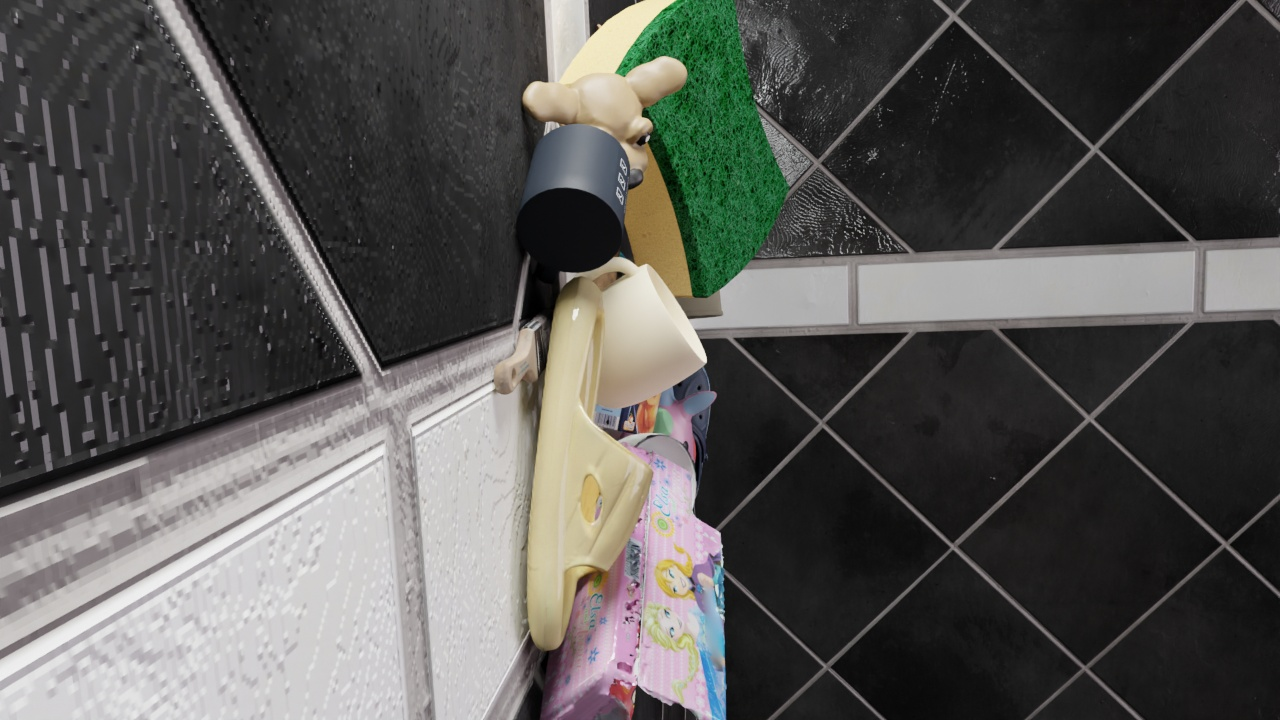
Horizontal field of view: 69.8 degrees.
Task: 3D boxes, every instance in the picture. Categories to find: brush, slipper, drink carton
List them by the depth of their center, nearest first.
[{"bbox_3d":[-0.074,-0.004,0.612,0.151,0.012,0.039,-66,155,-74],"label":"brush"},{"bbox_3d":[-0.030,0.069,0.644,0.111,0.079,0.261,94,-1,-75],"label":"slipper"},{"bbox_3d":[0.042,-0.203,0.860,0.194,0.075,0.250,-52,133,-37],"label":"brush"},{"bbox_3d":[-0.005,0.005,0.896,0.064,0.040,0.130,16,86,-59],"label":"drink carton"},{"bbox_3d":[0.049,0.099,1.286,0.095,0.105,0.253,-111,-159,-87],"label":"slipper"}]

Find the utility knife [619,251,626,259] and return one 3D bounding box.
[{"bbox_3d":[-0.019,-0.102,0.940,0.022,0.015,0.124,39,6,-28],"label":"utility knife"}]

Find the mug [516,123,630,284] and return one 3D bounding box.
[{"bbox_3d":[-0.051,-0.101,0.646,0.077,0.071,0.105,-85,-162,-45],"label":"mug"}]

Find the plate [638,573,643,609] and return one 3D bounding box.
[{"bbox_3d":[-0.011,0.256,1.115,0.208,0.015,0.208,0,88,-84],"label":"plate"}]

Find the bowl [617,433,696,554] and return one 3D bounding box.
[{"bbox_3d":[-0.005,0.123,0.875,0.113,0.063,0.113,-6,98,-46],"label":"bowl"}]

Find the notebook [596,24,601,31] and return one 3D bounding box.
[{"bbox_3d":[0.012,-0.256,1.047,0.169,0.022,0.211,55,-14,32],"label":"notebook"}]

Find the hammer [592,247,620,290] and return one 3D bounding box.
[{"bbox_3d":[-0.028,-0.132,0.881,0.129,0.040,0.321,48,42,-50],"label":"hammer"}]

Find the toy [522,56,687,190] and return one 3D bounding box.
[{"bbox_3d":[-0.034,-0.171,0.708,0.105,0.134,0.108,67,-24,7],"label":"toy"}]

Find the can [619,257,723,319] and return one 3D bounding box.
[{"bbox_3d":[0.034,-0.087,1.116,0.127,0.128,0.073,-9,96,-84],"label":"can"}]

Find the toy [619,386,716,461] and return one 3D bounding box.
[{"bbox_3d":[0.019,0.092,1.054,0.222,0.120,0.171,-88,179,-78],"label":"toy"}]

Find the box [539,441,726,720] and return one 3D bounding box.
[{"bbox_3d":[0.000,0.178,0.701,0.087,0.105,0.229,-46,-157,32],"label":"box"}]

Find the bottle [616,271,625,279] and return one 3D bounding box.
[{"bbox_3d":[-0.027,-0.034,0.928,0.040,0.040,0.130,-79,165,-64],"label":"bottle"}]

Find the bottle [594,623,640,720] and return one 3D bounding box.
[{"bbox_3d":[-0.030,0.226,0.734,0.137,0.062,0.062,-80,167,-56],"label":"bottle"}]

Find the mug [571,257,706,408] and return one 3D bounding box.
[{"bbox_3d":[-0.019,-0.022,0.745,0.120,0.100,0.096,55,11,-20],"label":"mug"}]
